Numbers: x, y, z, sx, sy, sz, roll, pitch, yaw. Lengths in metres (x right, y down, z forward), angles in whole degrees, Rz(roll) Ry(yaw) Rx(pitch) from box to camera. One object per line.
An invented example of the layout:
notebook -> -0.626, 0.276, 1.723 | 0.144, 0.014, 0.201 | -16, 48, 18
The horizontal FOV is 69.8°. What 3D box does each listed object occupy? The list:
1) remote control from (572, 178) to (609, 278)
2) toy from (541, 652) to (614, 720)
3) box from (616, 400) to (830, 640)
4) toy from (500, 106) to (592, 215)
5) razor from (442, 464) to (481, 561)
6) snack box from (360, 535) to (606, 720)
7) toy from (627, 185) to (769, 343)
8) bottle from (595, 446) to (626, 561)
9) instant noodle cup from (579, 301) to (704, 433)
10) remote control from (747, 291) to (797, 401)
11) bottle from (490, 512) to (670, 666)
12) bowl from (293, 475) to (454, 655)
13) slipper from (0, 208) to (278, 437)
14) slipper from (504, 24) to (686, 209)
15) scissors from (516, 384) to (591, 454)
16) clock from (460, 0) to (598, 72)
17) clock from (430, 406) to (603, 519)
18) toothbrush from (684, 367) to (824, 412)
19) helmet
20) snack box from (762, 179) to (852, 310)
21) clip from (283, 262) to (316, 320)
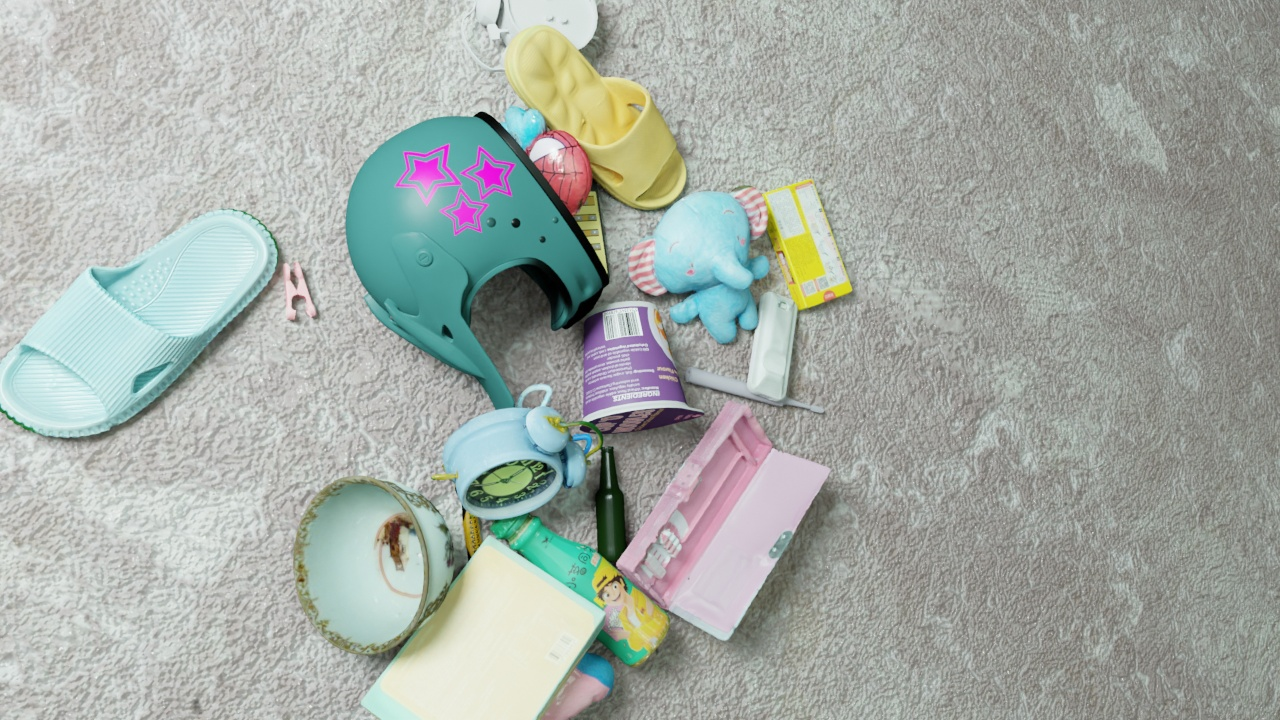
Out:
remote control -> -0.071, -0.153, 1.031 | 0.058, 0.013, 0.133 | -8, 86, -24
toy -> -0.105, 0.363, 0.905 | 0.224, 0.099, 0.191 | 33, 67, -4
box -> 0.096, 0.169, 0.997 | 0.232, 0.116, 0.106 | -52, 131, -21
toy -> -0.105, -0.212, 0.977 | 0.133, 0.092, 0.062 | 47, 37, 3
razor -> -0.173, 0.174, 0.942 | 0.044, 0.021, 0.144 | -6, 84, -37
snack box -> -0.143, 0.283, 0.865 | 0.141, 0.044, 0.193 | 30, 62, 14
toy -> 0.085, -0.103, 1.047 | 0.183, 0.115, 0.181 | -30, 107, -14
bottle -> -0.033, 0.155, 0.998 | 0.033, 0.033, 0.123 | 0, 83, -23
instant noodle cup -> -0.006, 0.006, 0.990 | 0.136, 0.122, 0.121 | -4, 75, -15
remote control -> 0.160, -0.018, 1.096 | 0.050, 0.022, 0.133 | 20, 66, -19
bottle -> -0.066, 0.227, 0.955 | 0.209, 0.068, 0.068 | 42, 69, -5
bowl -> -0.235, 0.185, 0.864 | 0.093, 0.160, 0.160 | 5, 78, -64
slipper -> -0.447, -0.040, 0.830 | 0.116, 0.070, 0.275 | 48, 68, -14
slipper -> -0.034, -0.259, 0.999 | 0.263, 0.078, 0.099 | 39, 74, -32
scissors -> -0.115, 0.077, 0.951 | 0.125, 0.016, 0.123 | -9, 102, 7
clock -> -0.121, -0.372, 1.012 | 0.159, 0.061, 0.120 | -30, 95, -24
clock -> -0.115, 0.095, 0.894 | 0.162, 0.118, 0.060 | -26, 52, 5
toothbrush -> 0.140, 0.039, 1.093 | 0.187, 0.019, 0.018 | 15, 93, -21
helmet -> -0.168, -0.092, 0.896 | 0.200, 0.176, 0.275 | -40, 108, -9
snack box -> 0.204, -0.144, 1.141 | 0.075, 0.025, 0.152 | -21, 91, -24
clip -> -0.343, -0.065, 0.902 | 0.045, 0.023, 0.060 | -37, 104, -24
